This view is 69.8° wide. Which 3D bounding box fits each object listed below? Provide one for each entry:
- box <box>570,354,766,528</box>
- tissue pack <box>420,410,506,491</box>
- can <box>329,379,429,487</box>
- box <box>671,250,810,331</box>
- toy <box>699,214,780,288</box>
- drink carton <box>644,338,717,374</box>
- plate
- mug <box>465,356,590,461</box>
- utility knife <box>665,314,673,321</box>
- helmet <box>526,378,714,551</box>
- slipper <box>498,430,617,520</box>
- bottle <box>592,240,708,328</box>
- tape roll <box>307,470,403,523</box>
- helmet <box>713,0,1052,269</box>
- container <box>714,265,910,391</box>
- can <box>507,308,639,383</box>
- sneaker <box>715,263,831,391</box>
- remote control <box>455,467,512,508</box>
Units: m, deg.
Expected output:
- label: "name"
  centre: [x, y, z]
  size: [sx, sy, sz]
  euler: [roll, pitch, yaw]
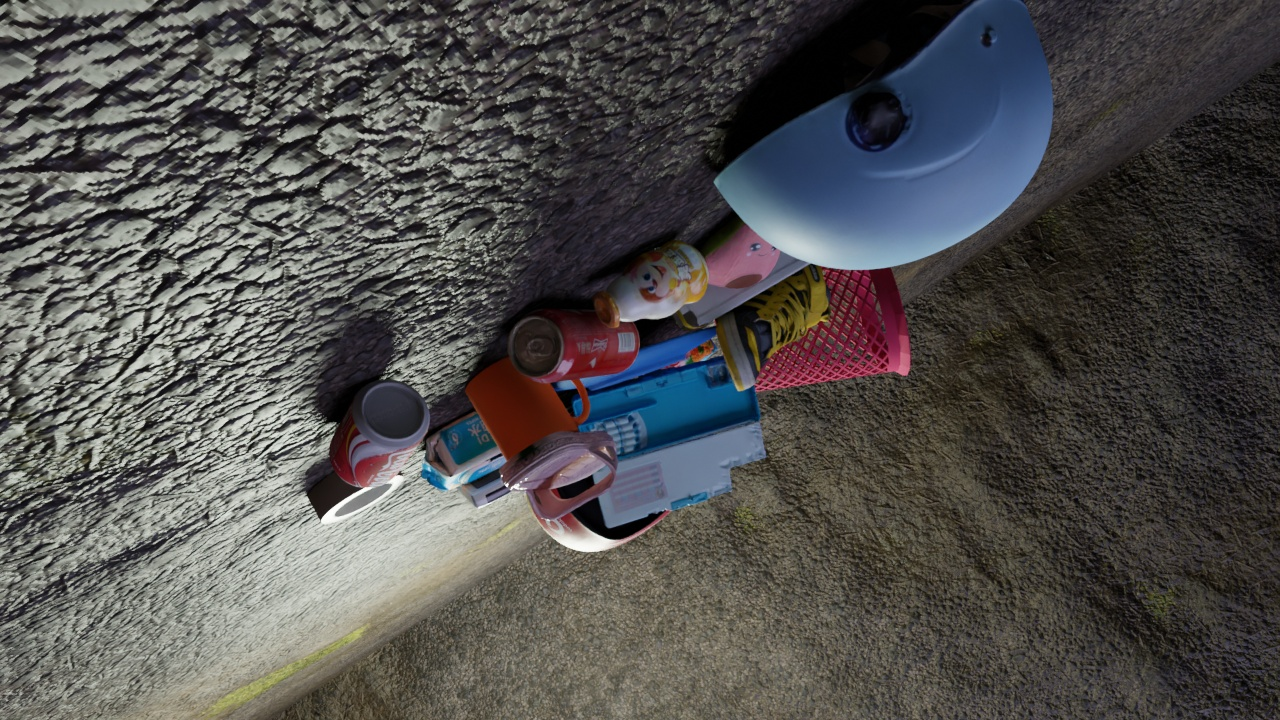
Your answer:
- label: "box"
  centre: [0.042, 0.101, 1.156]
  size: [0.226, 0.182, 0.039]
  euler: [-15, -165, -7]
- label: "tissue pack"
  centre: [-0.179, 0.095, 1.039]
  size: [0.144, 0.061, 0.093]
  euler: [-28, 170, -22]
- label: "can"
  centre: [-0.222, 0.064, 0.774]
  size: [0.064, 0.064, 0.105]
  euler: [-24, 166, -40]
- label: "box"
  centre: [0.121, -0.105, 1.011]
  size: [0.209, 0.066, 0.045]
  euler: [-30, -173, -12]
- label: "toy"
  centre: [0.106, -0.117, 0.932]
  size: [0.090, 0.051, 0.110]
  euler: [1, 140, -27]
- label: "drink carton"
  centre: [0.055, -0.005, 1.324]
  size: [0.128, 0.044, 0.039]
  euler: [-25, 167, -43]
- label: "plate"
  centre: [-0.006, 0.006, 1.078]
  size: [0.224, 0.024, 0.224]
  euler: [-19, 178, -1]
- label: "mug"
  centre: [-0.106, 0.044, 0.933]
  size: [0.112, 0.096, 0.078]
  euler: [-27, 168, -29]
- label: "utility knife"
  centre: [0.055, -0.069, 1.110]
  size: [0.022, 0.015, 0.121]
  euler: [-26, 169, -26]
- label: "helmet"
  centre: [-0.034, 0.139, 1.278]
  size: [0.270, 0.197, 0.225]
  euler: [-41, -174, -6]
- label: "slipper"
  centre: [-0.072, 0.119, 0.925]
  size: [0.094, 0.064, 0.239]
  euler: [-34, 168, 5]
- label: "bottle"
  centre: [0.009, -0.068, 0.851]
  size: [0.108, 0.063, 0.063]
  euler: [-28, 168, -26]
- label: "tape roll"
  centre: [-0.296, 0.133, 0.958]
  size: [0.093, 0.030, 0.094]
  euler: [-31, 169, -7]
- label: "helmet"
  centre: [0.196, -0.160, 0.722]
  size: [0.266, 0.167, 0.225]
  euler: [-25, 180, 7]
- label: "container"
  centre: [0.219, -0.042, 1.222]
  size: [0.226, 0.183, 0.183]
  euler: [-14, 170, 5]
- label: "can"
  centre: [-0.060, -0.016, 0.875]
  size: [0.067, 0.067, 0.170]
  euler: [-37, 169, 20]
- label: "sneaker"
  centre: [0.158, -0.049, 1.052]
  size: [0.122, 0.086, 0.238]
  euler: [-17, -155, 17]
- label: "remote control"
  centre: [-0.195, 0.137, 1.102]
  size: [0.060, 0.025, 0.138]
  euler: [-26, -157, -23]
